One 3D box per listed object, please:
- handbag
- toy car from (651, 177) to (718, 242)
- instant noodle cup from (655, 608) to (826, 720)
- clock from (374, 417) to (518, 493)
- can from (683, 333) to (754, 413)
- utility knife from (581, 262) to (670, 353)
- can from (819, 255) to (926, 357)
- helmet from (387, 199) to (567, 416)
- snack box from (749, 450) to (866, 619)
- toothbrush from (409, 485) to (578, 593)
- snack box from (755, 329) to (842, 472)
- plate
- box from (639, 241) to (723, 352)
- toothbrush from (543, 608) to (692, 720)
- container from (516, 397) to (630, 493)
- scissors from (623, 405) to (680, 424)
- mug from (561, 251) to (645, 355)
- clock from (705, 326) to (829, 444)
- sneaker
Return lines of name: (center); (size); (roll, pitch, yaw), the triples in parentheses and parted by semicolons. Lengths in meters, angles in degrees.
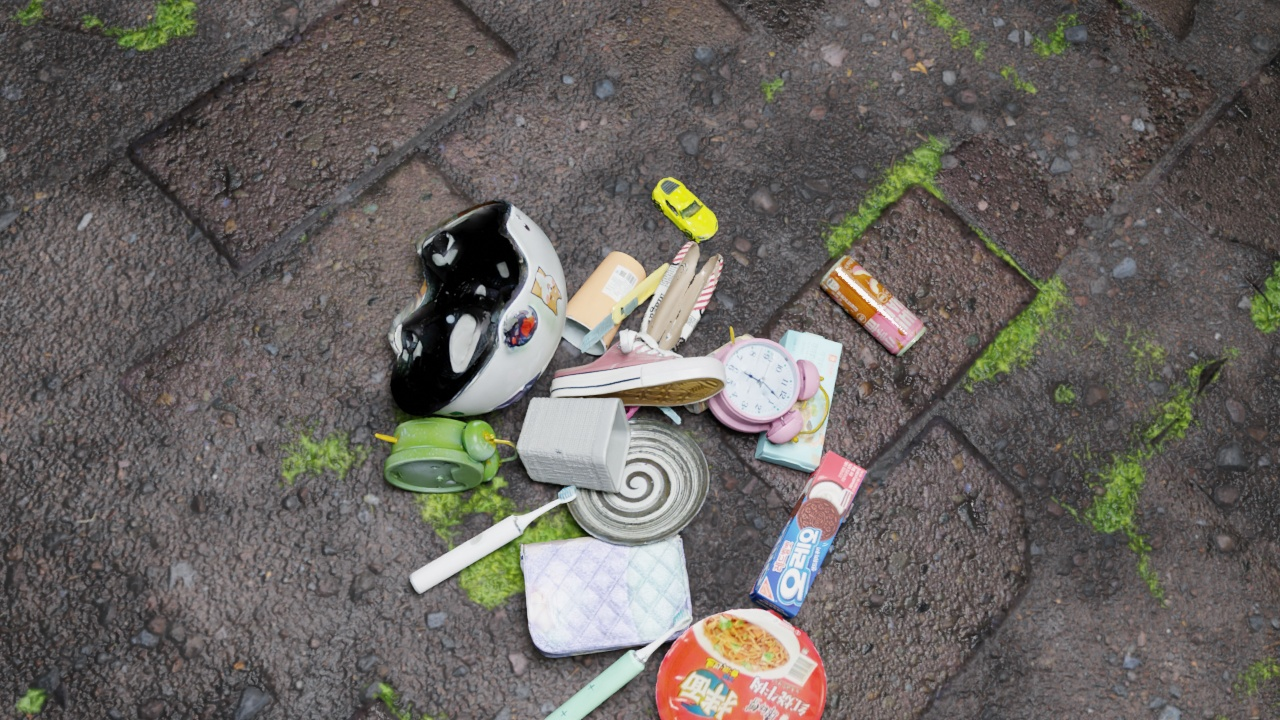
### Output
handbag: (-0.042, 0.273, 1.082); (0.193, 0.076, 0.134); (-3, 69, -9)
toy car: (0.063, -0.208, 1.259); (0.105, 0.032, 0.048); (45, 73, 6)
instant noodle cup: (0.113, 0.365, 1.052); (0.194, 0.066, 0.194); (0, 100, -1)
clock: (-0.226, 0.112, 1.088); (0.161, 0.116, 0.056); (-1, 63, -4)
can: (0.103, 0.017, 1.182); (0.116, 0.059, 0.058); (-31, 79, -15)
utility knife: (-0.015, -0.071, 1.166); (0.022, 0.031, 0.220); (10, 36, 38)
can: (0.311, -0.074, 1.234); (0.147, 0.058, 0.057); (44, 73, 7)
helmet: (-0.179, -0.048, 1.108); (0.156, 0.231, 0.273); (23, 68, -43)
snack box: (0.208, 0.216, 1.137); (0.058, 0.057, 0.207); (29, 73, 5)
toothbrush: (-0.171, 0.210, 1.092); (0.221, 0.026, 0.026); (-30, 45, -5)
snack box: (0.205, 0.052, 1.187); (0.074, 0.052, 0.174); (15, 73, -1)
plate: (-0.005, 0.149, 1.126); (0.179, 0.024, 0.179); (-3, 53, 5)
box: (0.042, -0.083, 1.202); (0.083, 0.075, 0.163); (30, 74, -11)
toothbrush: (-0.026, 0.354, 1.033); (0.225, 0.027, 0.026); (-42, 126, 12)
container: (-0.080, 0.099, 1.104); (0.114, 0.090, 0.090); (3, 54, 14)
scissors: (0.007, 0.048, 1.157); (0.130, 0.017, 0.133); (-44, 48, -1)
mug: (-0.047, -0.078, 1.187); (0.078, 0.078, 0.122); (31, 68, 3)
clock: (0.157, 0.036, 1.125); (0.158, 0.060, 0.117); (27, 75, -4)
sneaker: (-0.007, 0.006, 1.110); (0.242, 0.118, 0.087); (-7, 68, 33)
